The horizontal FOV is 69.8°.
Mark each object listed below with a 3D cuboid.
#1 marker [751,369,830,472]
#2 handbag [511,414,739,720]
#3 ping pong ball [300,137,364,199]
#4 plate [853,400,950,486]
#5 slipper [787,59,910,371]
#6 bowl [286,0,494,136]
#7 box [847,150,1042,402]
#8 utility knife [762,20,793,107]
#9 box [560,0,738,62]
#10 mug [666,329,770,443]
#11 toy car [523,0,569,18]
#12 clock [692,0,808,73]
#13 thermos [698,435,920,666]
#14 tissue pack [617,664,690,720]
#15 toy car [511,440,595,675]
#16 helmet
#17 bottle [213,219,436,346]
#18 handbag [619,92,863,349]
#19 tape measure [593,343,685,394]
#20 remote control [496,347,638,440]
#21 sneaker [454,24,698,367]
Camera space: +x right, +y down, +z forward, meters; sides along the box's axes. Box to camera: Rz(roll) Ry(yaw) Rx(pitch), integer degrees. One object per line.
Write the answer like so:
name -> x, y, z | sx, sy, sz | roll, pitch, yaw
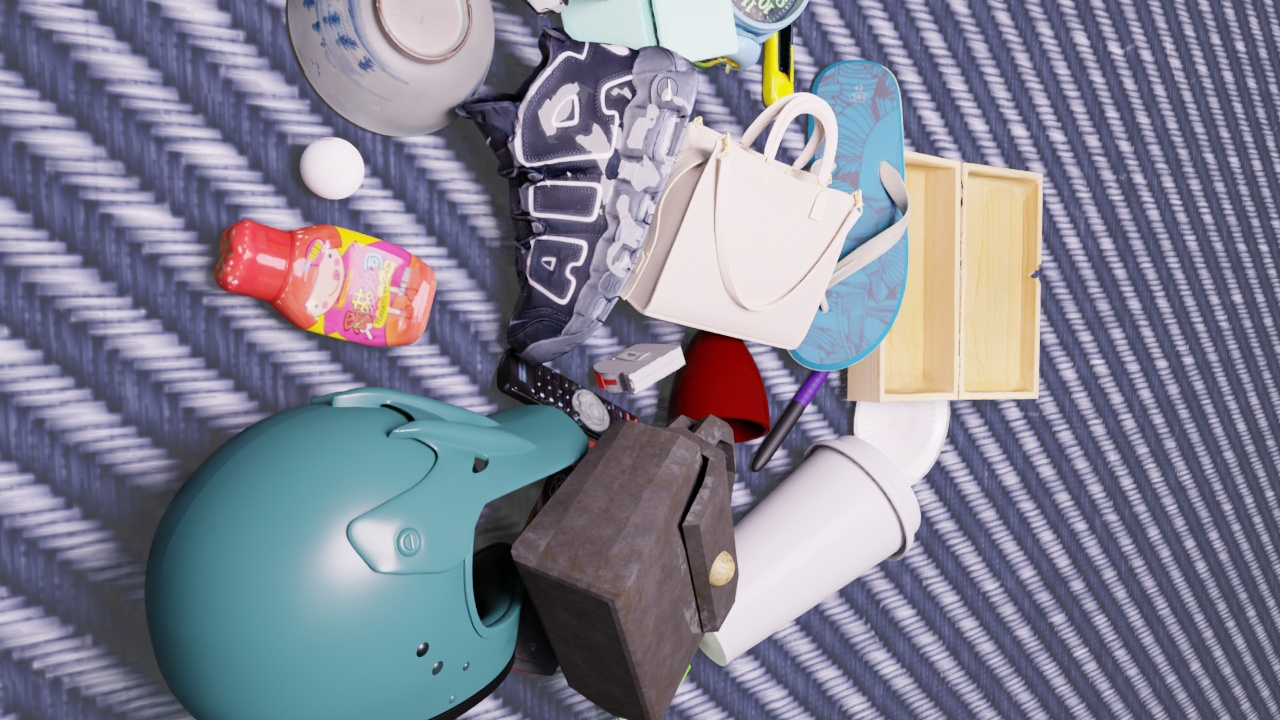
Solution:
marker -> 0.145, 0.055, 0.886 | 0.133, 0.015, 0.018 | -52, 149, -19
handbag -> 0.022, 0.132, 0.660 | 0.198, 0.102, 0.198 | -56, 150, -34
ping pong ball -> -0.203, -0.126, 0.604 | 0.040, 0.040, 0.040 | -4, 98, -35
plate -> 0.278, 0.060, 0.980 | 0.156, 0.014, 0.157 | -4, 98, -35
slipper -> 0.196, -0.136, 0.846 | 0.118, 0.060, 0.295 | 5, 89, 0
bowl -> -0.155, -0.230, 0.616 | 0.150, 0.057, 0.151 | -5, 98, -35
box -> 0.322, -0.082, 0.953 | 0.253, 0.068, 0.247 | 1, 91, -25
utility knife -> 0.125, -0.315, 0.829 | 0.028, 0.020, 0.172 | -6, 97, -37
box -> -0.003, -0.314, 0.689 | 0.139, 0.052, 0.187 | -12, 106, 5
mug -> 0.071, 0.023, 0.801 | 0.114, 0.087, 0.088 | 38, 48, -59
toy car -> -0.099, -0.314, 0.624 | 0.071, 0.094, 0.192 | -32, 106, 12
clock -> 0.078, -0.311, 0.765 | 0.118, 0.060, 0.162 | 43, 78, -26
thermos -> 0.136, 0.174, 0.834 | 0.221, 0.132, 0.131 | -33, 113, -20
tissue pack -> 0.003, 0.246, 0.773 | 0.099, 0.034, 0.114 | -41, 122, -59
toy car -> -0.062, 0.157, 0.726 | 0.081, 0.056, 0.189 | 28, 84, -34
helmet -> -0.163, 0.114, 0.584 | 0.274, 0.177, 0.200 | -6, 104, -48
bottle -> -0.206, -0.053, 0.605 | 0.134, 0.048, 0.071 | 16, 88, -35
handbag -> 0.091, -0.122, 0.742 | 0.194, 0.101, 0.198 | 11, 114, -38
tape measure -> -0.005, 0.004, 0.746 | 0.060, 0.062, 0.020 | -30, 111, -35
remote control -> -0.053, 0.038, 0.734 | 0.140, 0.021, 0.045 | 30, 36, -33
sneaker -> -0.071, -0.125, 0.658 | 0.150, 0.097, 0.252 | 21, 97, -20
